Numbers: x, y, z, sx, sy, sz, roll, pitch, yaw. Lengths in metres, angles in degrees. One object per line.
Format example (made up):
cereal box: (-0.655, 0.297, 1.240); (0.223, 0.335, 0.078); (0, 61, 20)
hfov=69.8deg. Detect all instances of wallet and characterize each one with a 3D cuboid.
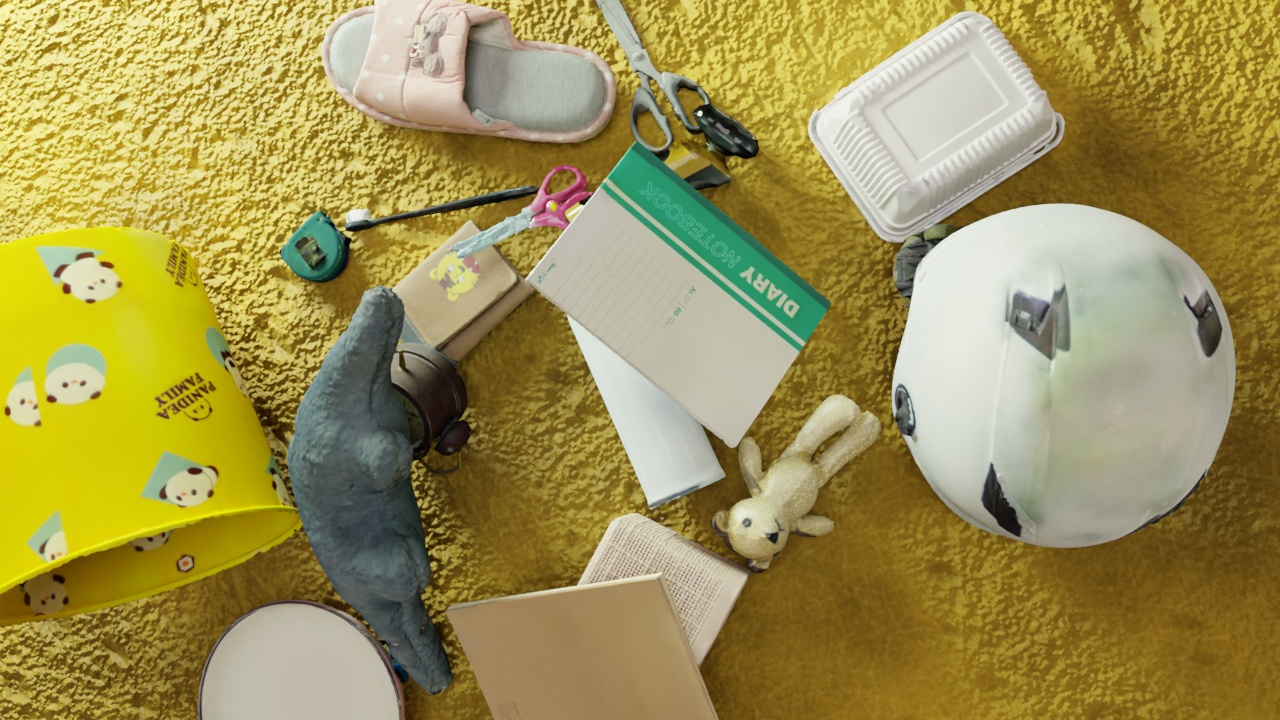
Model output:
wallet: (-0.161, -0.053, 0.794); (0.115, 0.033, 0.090); (-41, 80, 0)

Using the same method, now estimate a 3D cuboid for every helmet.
helmet: (0.304, 0.021, 0.636); (0.229, 0.145, 0.259); (1, 98, 1)

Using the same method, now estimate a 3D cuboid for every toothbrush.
toothbrush: (-0.176, -0.137, 0.810); (0.181, 0.015, 0.018); (-8, 76, 8)

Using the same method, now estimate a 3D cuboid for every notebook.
notebook: (-0.046, 0.245, 0.704); (0.212, 0.012, 0.149); (-17, 97, 32)
notebook: (0.035, -0.053, 0.722); (0.209, 0.012, 0.150); (38, 74, -9)

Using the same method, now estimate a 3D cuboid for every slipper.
slipper: (-0.154, -0.251, 0.795); (0.274, 0.054, 0.114); (15, 88, 9)

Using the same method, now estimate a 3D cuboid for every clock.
clock: (-0.186, 0.043, 0.766); (0.082, 0.055, 0.122); (-10, 115, 31)

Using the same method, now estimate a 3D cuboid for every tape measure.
tape measure: (-0.289, -0.098, 0.819); (0.058, 0.025, 0.054); (-45, 80, 4)

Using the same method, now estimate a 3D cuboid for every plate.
plate: (-0.279, 0.294, 0.773); (0.192, 0.039, 0.192); (0, 89, 14)

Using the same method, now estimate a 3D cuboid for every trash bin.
trash bin: (-0.422, 0.048, 0.736); (0.230, 0.229, 0.255); (-24, 77, 6)

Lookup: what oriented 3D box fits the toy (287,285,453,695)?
toy: (-0.209, 0.107, 0.714); (0.138, 0.091, 0.357); (13, 118, 34)

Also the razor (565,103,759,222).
razor: (0.015, -0.154, 0.760); (0.167, 0.062, 0.067); (-28, 122, 6)

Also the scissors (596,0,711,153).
scissors: (-0.008, -0.256, 0.795); (0.173, 0.014, 0.142); (27, 89, 9)

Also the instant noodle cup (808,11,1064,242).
instant noodle cup: (0.237, -0.194, 0.731); (0.173, 0.060, 0.138); (-33, 82, 3)

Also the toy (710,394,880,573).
toy: (0.126, 0.094, 0.722); (0.105, 0.066, 0.157); (45, 82, -13)

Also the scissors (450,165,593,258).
scissors: (-0.102, -0.123, 0.783); (0.135, 0.017, 0.064); (-23, 88, -8)

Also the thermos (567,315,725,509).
thermos: (-0.004, 0.004, 0.748); (0.073, 0.073, 0.224); (-25, 82, 6)

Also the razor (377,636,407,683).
razor: (-0.226, 0.205, 0.788); (0.043, 0.022, 0.142); (-20, 84, 36)

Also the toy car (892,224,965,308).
toy car: (0.280, -0.070, 0.722); (0.158, 0.042, 0.070); (1, 89, 4)

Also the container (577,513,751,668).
container: (0.016, 0.181, 0.722); (0.111, 0.090, 0.090); (28, 90, 13)
